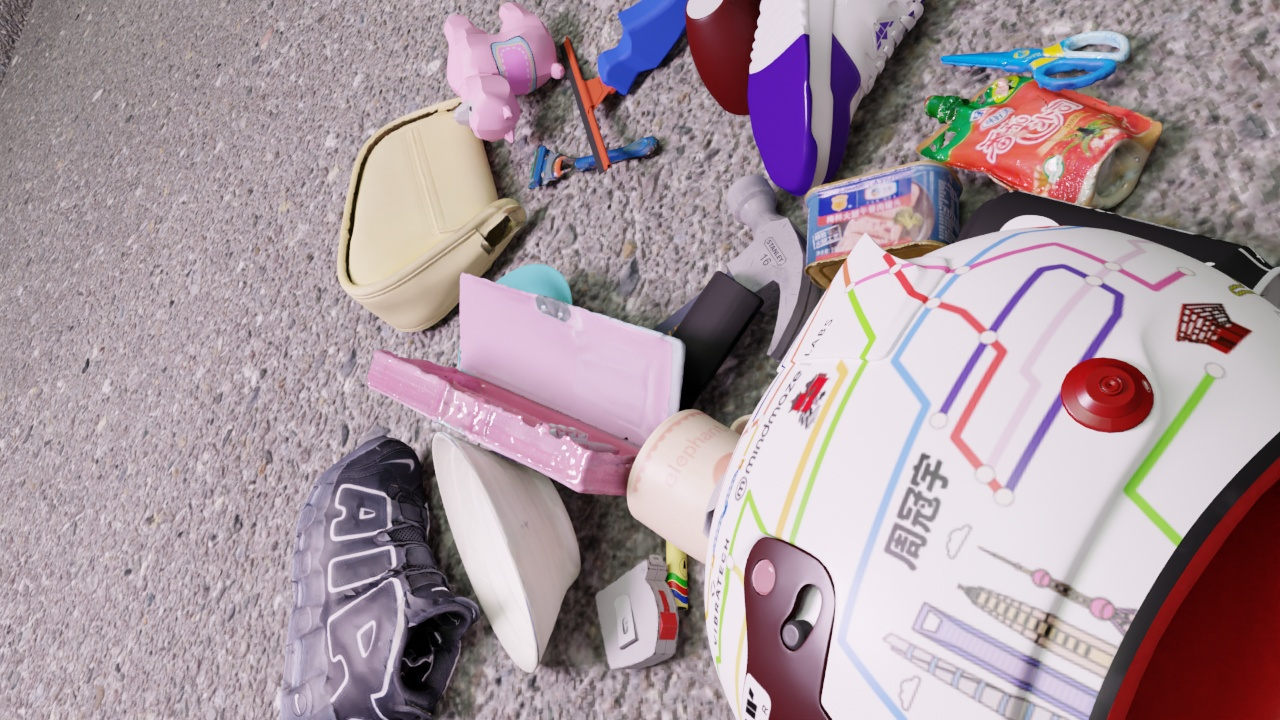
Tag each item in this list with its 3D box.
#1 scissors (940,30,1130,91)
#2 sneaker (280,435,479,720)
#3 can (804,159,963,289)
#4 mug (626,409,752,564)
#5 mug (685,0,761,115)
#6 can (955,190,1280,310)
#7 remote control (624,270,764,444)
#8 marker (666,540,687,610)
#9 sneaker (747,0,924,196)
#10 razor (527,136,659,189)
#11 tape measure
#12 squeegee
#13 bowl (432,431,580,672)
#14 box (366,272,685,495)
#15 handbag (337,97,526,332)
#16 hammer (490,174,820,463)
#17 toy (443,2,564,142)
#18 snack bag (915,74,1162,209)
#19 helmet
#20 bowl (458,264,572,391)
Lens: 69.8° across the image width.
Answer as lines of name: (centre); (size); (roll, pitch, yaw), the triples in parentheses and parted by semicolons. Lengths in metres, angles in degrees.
scissors: (0.250, -0.195, 0.598); (0.061, 0.023, 0.126); (-45, 43, -19)
sneaker: (-0.186, 0.169, 0.711); (0.151, 0.097, 0.252); (-12, 61, 27)
can: (0.156, -0.084, 0.595); (0.100, 0.054, 0.059); (-8, 65, 36)
mug: (0.066, 0.080, 0.571); (0.104, 0.085, 0.111); (31, 59, 33)
mug: (0.079, -0.268, 0.726); (0.087, 0.088, 0.114); (8, 73, 40)
can: (0.244, -0.036, 0.482); (0.146, 0.080, 0.080); (29, 87, 43)
remote control: (0.028, 0.005, 0.632); (0.045, 0.021, 0.140); (39, 99, 37)
marker: (0.024, 0.103, 0.628); (0.014, 0.014, 0.132); (-17, 58, 31)
sneaker: (0.150, -0.241, 0.664); (0.092, 0.111, 0.244); (-159, 71, -70)
razor: (-0.042, -0.180, 0.825); (0.141, 0.018, 0.043); (-2, 70, 34)
tape measure: (-0.003, 0.168, 0.600); (0.060, 0.020, 0.062); (-43, 47, 37)
squeegee: (0.008, -0.295, 0.818); (0.185, 0.055, 0.249); (-48, 37, 28)
bowl: (-0.087, 0.124, 0.645); (0.057, 0.177, 0.176); (-20, 43, -23)
box: (-0.079, 0.004, 0.643); (0.233, 0.099, 0.112); (19, 94, 39)
handbag: (-0.205, -0.148, 0.902); (0.191, 0.088, 0.232); (-24, 53, 8)
hammer: (-0.004, 0.004, 0.690); (0.313, 0.035, 0.139); (-37, 53, 18)
toy: (-0.136, -0.278, 0.892); (0.123, 0.067, 0.157); (-18, 57, -17)
snack bag: (0.237, -0.141, 0.577); (0.087, 0.044, 0.155); (-41, 41, -3)
helmet: (0.141, 0.098, 0.390); (0.236, 0.230, 0.314); (13, 86, 52)
bowl: (-0.090, -0.015, 0.757); (0.121, 0.046, 0.121); (-18, 58, 30)
